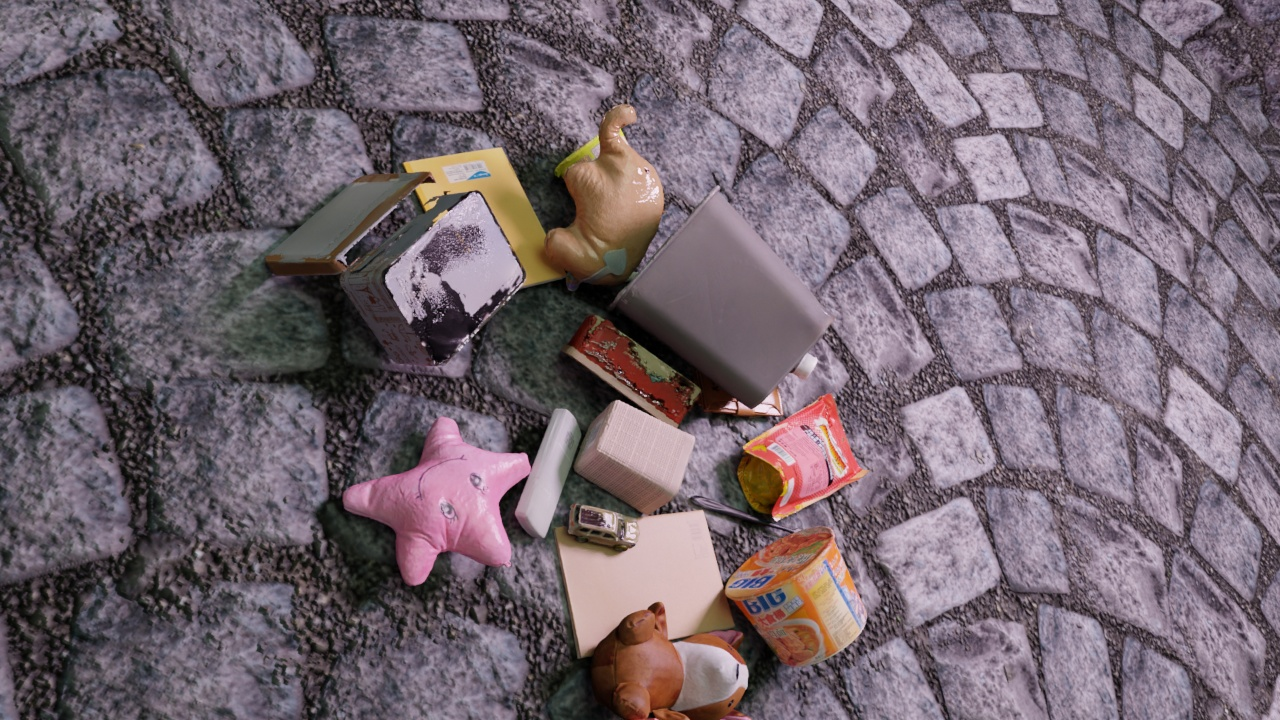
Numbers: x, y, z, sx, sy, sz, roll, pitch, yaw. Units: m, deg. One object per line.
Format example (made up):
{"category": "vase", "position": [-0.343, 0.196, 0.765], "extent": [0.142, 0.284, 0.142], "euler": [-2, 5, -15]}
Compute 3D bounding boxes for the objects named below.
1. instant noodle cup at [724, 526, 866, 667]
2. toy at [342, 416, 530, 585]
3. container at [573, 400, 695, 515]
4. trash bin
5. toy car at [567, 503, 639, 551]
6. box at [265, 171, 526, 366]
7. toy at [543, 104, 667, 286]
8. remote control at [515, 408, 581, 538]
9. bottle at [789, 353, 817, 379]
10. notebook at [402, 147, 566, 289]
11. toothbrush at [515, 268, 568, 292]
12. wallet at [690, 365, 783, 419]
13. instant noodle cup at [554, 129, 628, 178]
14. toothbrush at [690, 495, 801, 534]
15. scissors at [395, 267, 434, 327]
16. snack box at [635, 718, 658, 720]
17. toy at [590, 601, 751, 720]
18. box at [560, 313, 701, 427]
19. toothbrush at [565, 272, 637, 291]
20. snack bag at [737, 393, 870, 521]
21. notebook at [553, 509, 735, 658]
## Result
{"category": "instant noodle cup", "position": [0.194, 0.288, 1.108], "extent": [0.151, 0.152, 0.111], "euler": [-33, 95, -38]}
{"category": "toy", "position": [-0.194, 0.151, 0.977], "extent": [0.178, 0.075, 0.194], "euler": [43, 53, 11]}
{"category": "container", "position": [-0.010, 0.114, 1.103], "extent": [0.111, 0.090, 0.090], "euler": [29, 55, -11]}
{"category": "trash bin", "position": [0.103, -0.070, 1.156], "extent": [0.220, 0.198, 0.199], "euler": [41, 91, -4]}
{"category": "toy car", "position": [-0.041, 0.193, 1.068], "extent": [0.090, 0.035, 0.042], "euler": [19, 57, -24]}
{"category": "box", "position": [-0.271, -0.101, 1.044], "extent": [0.180, 0.206, 0.158], "euler": [-56, 136, -37]}
{"category": "toy", "position": [-0.033, -0.206, 1.169], "extent": [0.143, 0.082, 0.226], "euler": [14, 98, -31]}
{"category": "remote control", "position": [-0.106, 0.128, 1.062], "extent": [0.058, 0.021, 0.149], "euler": [66, 34, -48]}
{"category": "bottle", "position": [0.155, -0.039, 1.276], "extent": [0.195, 0.044, 0.079], "euler": [33, 46, 2]}
{"category": "notebook", "position": [-0.198, -0.179, 1.172], "extent": [0.145, 0.010, 0.206], "euler": [-19, 74, -34]}
{"category": "toothbrush", "position": [-0.132, -0.105, 1.182], "extent": [0.188, 0.017, 0.014], "euler": [-26, 72, -35]}
{"category": "wallet", "position": [0.132, 0.027, 1.266], "extent": [0.131, 0.031, 0.107], "euler": [6, 63, -27]}
{"category": "instant noodle cup", "position": [-0.039, -0.239, 1.252], "extent": [0.111, 0.112, 0.123], "euler": [-40, 98, -38]}
{"category": "toothbrush", "position": [0.143, 0.206, 1.195], "extent": [0.181, 0.018, 0.015], "euler": [21, 58, -18]}
{"category": "scissors", "position": [-0.256, -0.081, 1.100], "extent": [0.165, 0.014, 0.162], "euler": [50, 50, 2]}
{"category": "snack box", "position": [0.007, 0.393, 0.932], "extent": [0.075, 0.153, 0.025], "euler": [32, 57, -14]}
{"category": "toy", "position": [0.047, 0.342, 1.007], "extent": [0.199, 0.131, 0.140], "euler": [26, 56, -34]}
{"category": "box", "position": [-0.007, 0.007, 1.139], "extent": [0.168, 0.091, 0.077], "euler": [36, 86, -11]}
{"category": "toothbrush", "position": [-0.016, -0.113, 1.252], "extent": [0.189, 0.020, 0.029], "euler": [-6, 111, -33]}
{"category": "snack bag", "position": [0.225, 0.133, 1.253], "extent": [0.207, 0.073, 0.128], "euler": [-21, 83, -42]}
{"category": "notebook", "position": [0.007, 0.259, 1.088], "extent": [0.211, 0.012, 0.149], "euler": [-1, 67, -31]}
